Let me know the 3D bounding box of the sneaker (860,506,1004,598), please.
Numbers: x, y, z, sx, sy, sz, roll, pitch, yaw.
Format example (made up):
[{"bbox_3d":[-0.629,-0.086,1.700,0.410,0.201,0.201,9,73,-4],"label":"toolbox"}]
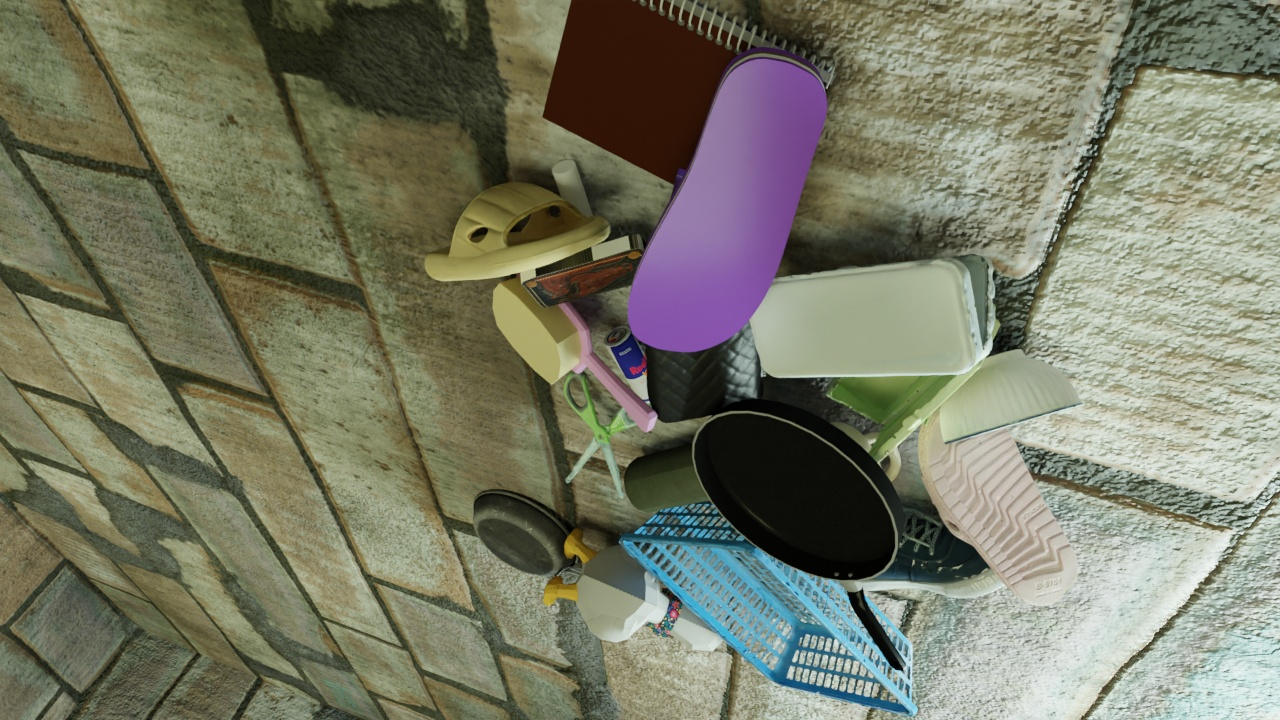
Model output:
[{"bbox_3d":[0.306,0.206,1.024,0.236,0.089,0.087,-16,120,47],"label":"sneaker"}]

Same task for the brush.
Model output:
[{"bbox_3d":[-0.072,-0.004,0.960,0.228,0.043,0.089,45,148,22],"label":"brush"}]

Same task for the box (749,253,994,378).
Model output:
[{"bbox_3d":[0.176,-0.031,0.755,0.216,0.122,0.083,-8,160,41],"label":"box"}]

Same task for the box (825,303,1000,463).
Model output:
[{"bbox_3d":[0.233,0.008,0.825,0.083,0.091,0.188,40,140,9],"label":"box"}]

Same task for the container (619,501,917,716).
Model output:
[{"bbox_3d":[0.175,0.306,1.180,0.362,0.089,0.258,47,149,-23],"label":"container"}]

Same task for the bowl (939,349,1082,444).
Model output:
[{"bbox_3d":[0.318,0.028,0.810,0.118,0.117,0.062,-27,75,46],"label":"bowl"}]

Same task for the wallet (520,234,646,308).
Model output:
[{"bbox_3d":[-0.049,-0.085,0.895,0.123,0.019,0.072,-14,155,11],"label":"wallet"}]

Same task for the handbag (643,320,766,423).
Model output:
[{"bbox_3d":[0.064,-0.026,0.918,0.125,0.114,0.154,-5,134,2],"label":"handbag"}]

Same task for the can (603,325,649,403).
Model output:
[{"bbox_3d":[-0.006,0.006,1.017,0.032,0.032,0.095,-4,132,34],"label":"can"}]

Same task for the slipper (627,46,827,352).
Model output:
[{"bbox_3d":[0.071,-0.132,0.756,0.107,0.083,0.267,17,126,-5],"label":"slipper"}]

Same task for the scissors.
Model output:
[{"bbox_3d":[-0.041,0.090,1.101,0.160,0.024,0.171,-15,106,19],"label":"scissors"}]

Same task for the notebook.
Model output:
[{"bbox_3d":[0.031,-0.218,0.750,0.209,0.022,0.172,27,144,0],"label":"notebook"}]

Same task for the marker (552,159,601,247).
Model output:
[{"bbox_3d":[-0.054,-0.133,0.895,0.027,0.023,0.133,-10,133,9],"label":"marker"}]

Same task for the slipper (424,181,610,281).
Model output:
[{"bbox_3d":[-0.137,-0.124,0.877,0.262,0.111,0.079,0,115,53],"label":"slipper"}]

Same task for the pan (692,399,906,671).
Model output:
[{"bbox_3d":[0.189,0.182,0.933,0.226,0.034,0.356,-12,118,51],"label":"pan"}]

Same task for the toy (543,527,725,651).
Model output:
[{"bbox_3d":[-0.001,0.342,1.312,0.267,0.140,0.247,22,166,7],"label":"toy"}]

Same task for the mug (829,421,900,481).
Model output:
[{"bbox_3d":[0.215,0.113,0.968,0.120,0.096,0.100,-25,120,1],"label":"mug"}]

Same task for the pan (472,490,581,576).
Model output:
[{"bbox_3d":[-0.113,0.318,1.436,0.357,0.055,0.188,35,142,-3],"label":"pan"}]

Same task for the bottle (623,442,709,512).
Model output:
[{"bbox_3d":[0.072,0.131,1.084,0.207,0.071,0.071,-21,122,44],"label":"bottle"}]

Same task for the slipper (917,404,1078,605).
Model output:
[{"bbox_3d":[0.344,0.139,0.911,0.239,0.094,0.064,54,176,-12],"label":"slipper"}]
